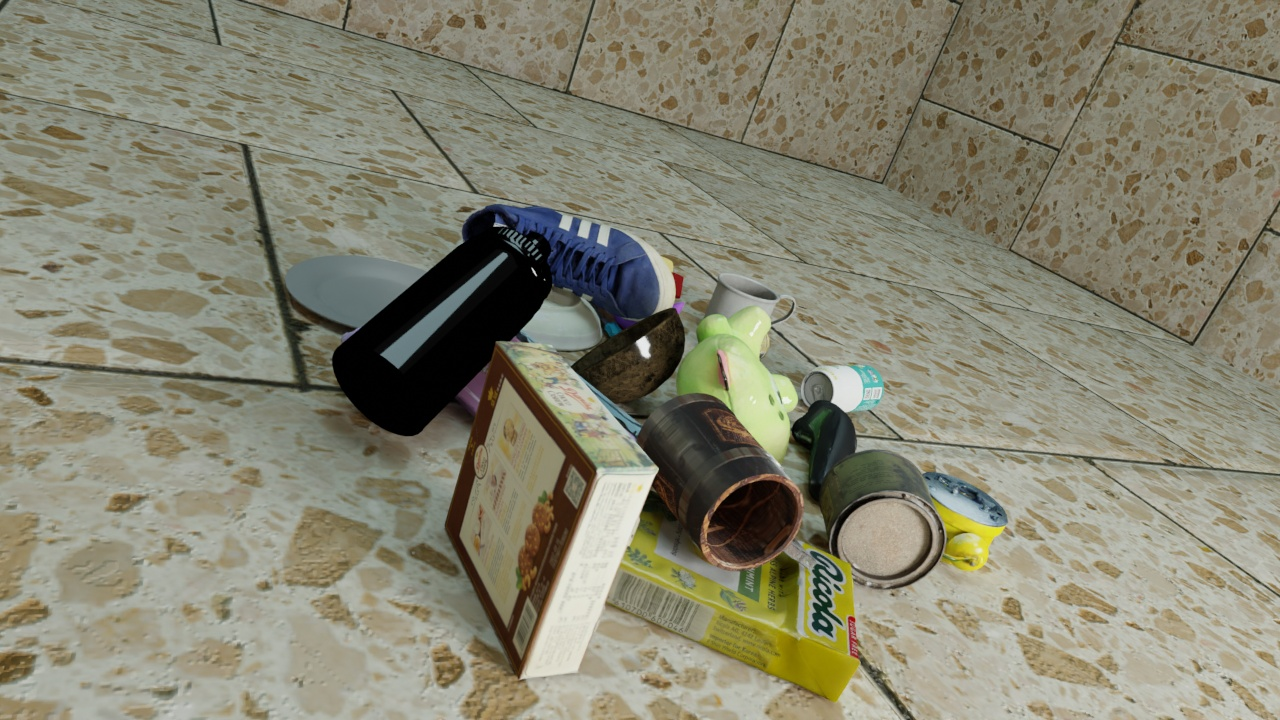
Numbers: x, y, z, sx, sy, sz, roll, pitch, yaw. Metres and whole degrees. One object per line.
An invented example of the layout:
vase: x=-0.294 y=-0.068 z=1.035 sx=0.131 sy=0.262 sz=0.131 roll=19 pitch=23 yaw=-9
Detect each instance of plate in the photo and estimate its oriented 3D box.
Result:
plate: x=-0.255 y=-0.062 z=0.902 sx=0.178 sy=0.012 sz=0.178 roll=15 pitch=24 yaw=-7
plate: x=-0.125 y=-0.068 z=1.014 sx=0.182 sy=0.034 sz=0.182 roll=17 pitch=21 yaw=-7

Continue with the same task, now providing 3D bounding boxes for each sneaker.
sneaker: x=-0.085 y=-0.111 z=0.973 sx=0.233 sy=0.091 sz=0.118 roll=32 pitch=19 yaw=30

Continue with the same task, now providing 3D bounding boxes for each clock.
clock: x=0.277 y=0.145 z=0.821 sx=0.083 sy=0.057 sz=0.118 roll=30 pitch=23 yaw=22

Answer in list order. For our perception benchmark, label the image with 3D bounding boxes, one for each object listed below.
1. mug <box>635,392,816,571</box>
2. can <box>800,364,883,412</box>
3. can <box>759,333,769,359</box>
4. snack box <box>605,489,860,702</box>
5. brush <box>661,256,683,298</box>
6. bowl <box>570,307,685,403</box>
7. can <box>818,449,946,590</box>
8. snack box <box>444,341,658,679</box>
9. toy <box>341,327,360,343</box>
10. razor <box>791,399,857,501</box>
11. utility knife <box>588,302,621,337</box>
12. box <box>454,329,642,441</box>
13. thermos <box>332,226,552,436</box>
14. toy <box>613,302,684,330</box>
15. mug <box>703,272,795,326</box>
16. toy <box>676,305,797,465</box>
mug: x=0.064 y=0.091 z=0.636 sx=0.115 sy=0.080 sz=0.107 roll=38 pitch=6 yaw=-33
can: x=0.234 y=0.033 z=1.062 sx=0.101 sy=0.055 sz=0.055 roll=-1 pitch=30 yaw=-43
can: x=0.115 y=-0.024 z=1.116 sx=0.079 sy=0.038 sz=0.038 roll=7 pitch=25 yaw=-30
snack box: x=0.058 y=0.149 z=0.632 sx=0.181 sy=0.045 sz=0.121 roll=22 pitch=21 yaw=3
brush: x=-0.031 y=-0.105 z=1.087 sx=0.174 sy=0.042 sz=0.082 roll=8 pitch=-3 yaw=34
bowl: x=-0.005 y=0.005 z=0.868 sx=0.056 sy=0.121 sz=0.121 roll=59 pitch=20 yaw=-9
can: x=0.194 y=0.128 z=0.743 sx=0.090 sy=0.090 sz=0.074 roll=19 pitch=22 yaw=-3
snack box: x=-0.062 y=0.084 z=0.546 sx=0.041 sy=0.143 sz=0.147 roll=4 pitch=26 yaw=-34
toy: x=-0.215 y=-0.003 z=0.771 sx=0.080 sy=0.036 sz=0.100 roll=-9 pitch=35 yaw=-35
razor: x=0.175 y=0.091 z=0.893 sx=0.067 sy=0.054 sz=0.151 roll=-3 pitch=23 yaw=18
utility knife: x=-0.025 y=-0.030 z=1.036 sx=0.022 sy=0.015 sz=0.167 roll=8 pitch=26 yaw=-29
box: x=-0.074 y=0.055 z=0.769 sx=0.090 sy=0.091 sz=0.214 roll=-41 pitch=52 yaw=-17
thermos: x=-0.144 y=-0.036 z=0.735 sx=0.086 sy=0.086 sz=0.198 roll=26 pitch=48 yaw=15
toy: x=0.006 y=-0.050 z=1.055 sx=0.088 sy=0.056 sz=0.106 roll=19 pitch=-2 yaw=23
mug: x=0.143 y=-0.063 z=1.192 sx=0.113 sy=0.071 sz=0.084 roll=14 pitch=22 yaw=-15
toy: x=0.087 y=0.032 z=0.862 sx=0.107 sy=0.150 sz=0.196 roll=-18 pitch=10 yaw=25
